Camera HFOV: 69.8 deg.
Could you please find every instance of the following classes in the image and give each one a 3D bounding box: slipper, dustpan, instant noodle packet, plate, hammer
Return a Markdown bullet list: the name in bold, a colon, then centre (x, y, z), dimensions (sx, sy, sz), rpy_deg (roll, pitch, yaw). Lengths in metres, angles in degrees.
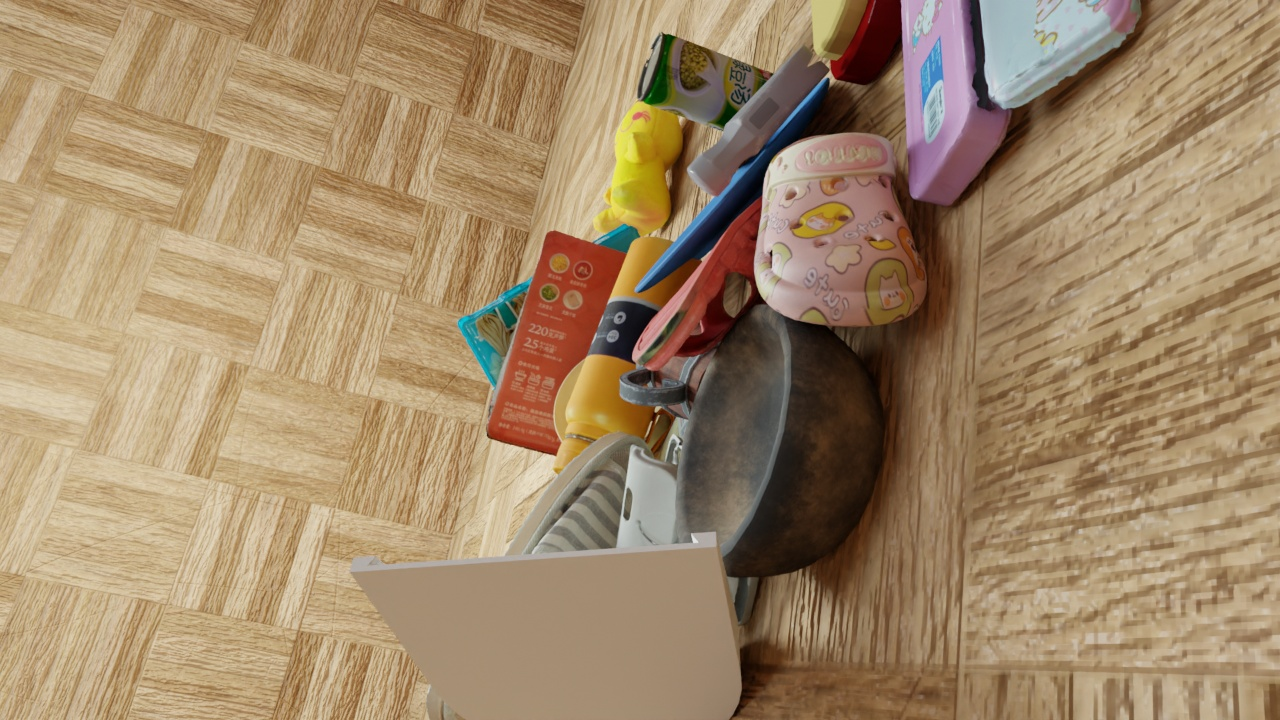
- **slipper**: centre (0.110, -0.097, 0.535), dimensions (0.196, 0.093, 0.082), rpy_deg (-85, -10, -52)
- **dustpan**: centre (-0.035, 0.172, 0.572), dimensions (0.053, 0.191, 0.258), rpy_deg (-88, -11, -45)
- **instant noodle packet**: centre (-0.054, -0.010, 0.961), dimensions (0.084, 0.164, 0.221), rpy_deg (-108, 35, -69)
- **plate**: centre (0.078, -0.132, 0.738), dimensions (0.224, 0.024, 0.224), rpy_deg (-48, 4, 5)
- **slipper**: centre (0.077, -0.063, 0.638), dimensions (0.104, 0.059, 0.247), rpy_deg (-49, 0, 43)
- **slipper**: centre (-0.063, 0.170, 0.709), dimensions (0.054, 0.114, 0.271), rpy_deg (13, 52, 38)
- **hammer**: centre (0.085, -0.181, 0.762), dimensions (0.127, 0.029, 0.323), rpy_deg (-48, 4, 5)

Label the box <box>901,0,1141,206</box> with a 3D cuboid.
- **box**: centre (0.191, -0.204, 0.497), dimensions (0.152, 0.040, 0.213), rpy_deg (133, 151, -54)

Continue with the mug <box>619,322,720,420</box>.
- **mug**: centre (0.038, 0.015, 0.684), dimensions (0.111, 0.117, 0.081), rpy_deg (-146, 55, -72)

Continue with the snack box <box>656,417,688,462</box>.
- **snack box**: centre (0.028, 0.126, 0.774), dimensions (0.131, 0.027, 0.168), rpy_deg (-95, 25, -57)

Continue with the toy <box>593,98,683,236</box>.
- **toy**: centre (0.007, -0.250, 1.162), dimensions (0.135, 0.087, 0.193), rpy_deg (123, 160, -58)

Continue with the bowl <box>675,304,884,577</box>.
- **bowl**: centre (0.083, 0.052, 0.548), dimensions (0.162, 0.070, 0.162), rpy_deg (-165, 91, -76)

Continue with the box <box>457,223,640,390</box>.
- **box**: centre (-0.082, -0.041, 1.059), dimensions (0.086, 0.227, 0.168), rpy_deg (49, 164, 32)

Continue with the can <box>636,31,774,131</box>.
- **can**: centre (0.064, -0.259, 0.870), dimensions (0.067, 0.121, 0.067), rpy_deg (-165, 91, -76)

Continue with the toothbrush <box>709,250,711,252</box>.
- **toothbrush**: centre (0.079, -0.140, 0.910), dimensions (0.017, 0.012, 0.186), rpy_deg (-29, 45, 53)

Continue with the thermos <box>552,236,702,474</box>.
- **thermos**: centre (-0.005, 0.005, 0.838), dimensions (0.076, 0.091, 0.232), rpy_deg (51, -125, -57)

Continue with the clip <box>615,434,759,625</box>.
- **clip**: centre (0.017, 0.131, 0.645), dimensions (0.151, 0.105, 0.126), rpy_deg (-128, 44, -70)

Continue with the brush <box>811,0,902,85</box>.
- **brush**: centre (0.154, -0.284, 0.670), dimensions (0.082, 0.042, 0.173), rpy_deg (112, 164, -58)

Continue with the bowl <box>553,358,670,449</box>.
- **bowl**: centre (-0.017, 0.056, 0.910), dimensions (0.074, 0.118, 0.117), rpy_deg (48, -134, -55)
